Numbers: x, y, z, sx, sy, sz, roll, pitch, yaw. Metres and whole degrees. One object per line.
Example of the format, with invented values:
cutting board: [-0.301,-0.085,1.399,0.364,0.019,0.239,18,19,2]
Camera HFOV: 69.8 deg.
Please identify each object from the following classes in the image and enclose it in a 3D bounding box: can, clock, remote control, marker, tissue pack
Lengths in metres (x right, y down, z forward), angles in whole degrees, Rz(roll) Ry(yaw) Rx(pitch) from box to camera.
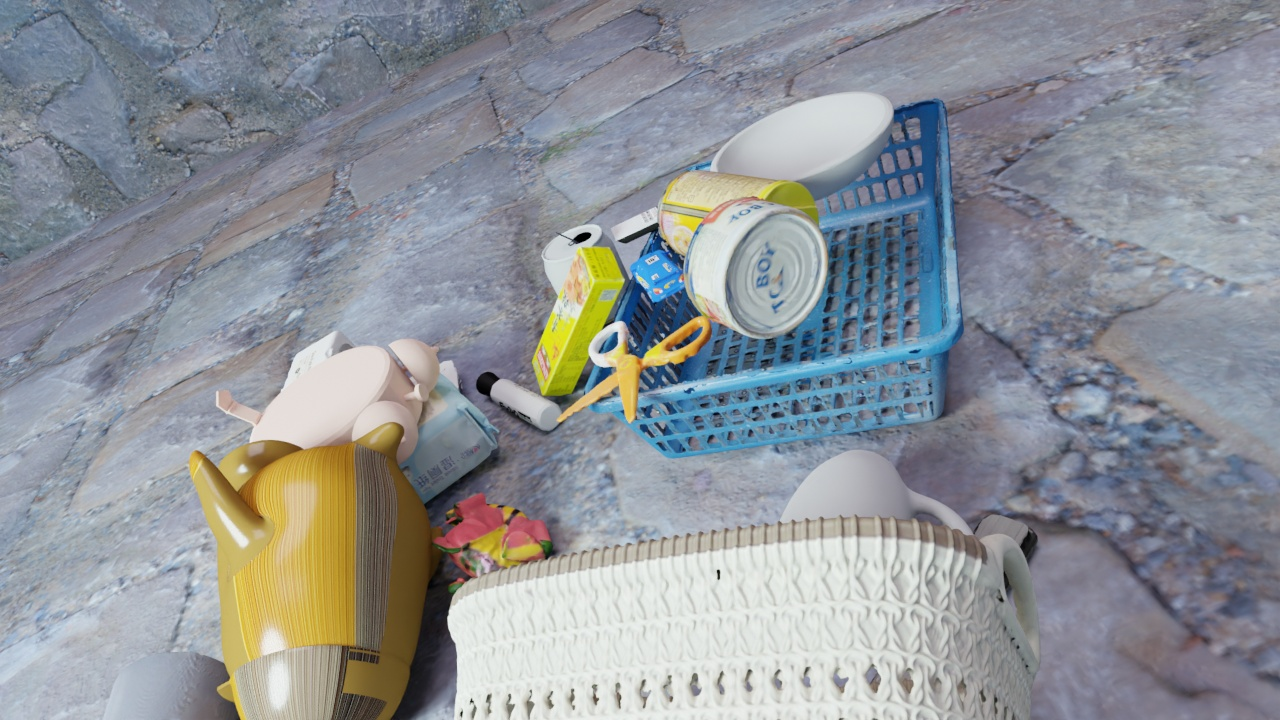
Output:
can: [0.075,-0.059,0.586,0.086,0.086,0.043,-35,32,-15]
clock: [-0.245,0.040,0.731,0.161,0.086,0.130,-13,36,13]
remote control: [0.033,-0.133,0.802,0.124,0.012,0.028,-25,30,3]
can: [-0.040,-0.063,0.814,0.064,0.127,0.064,-19,31,12]
marker: [-0.113,0.034,0.823,0.025,0.025,0.126,-40,33,-21]
can: [0.070,-0.100,0.664,0.067,0.068,0.105,-41,37,-23]
tissue pack: [-0.216,0.088,0.779,0.181,0.070,0.112,-36,32,-12]
remote control: [0.162,0.133,0.477,0.033,0.013,0.136,13,51,47]

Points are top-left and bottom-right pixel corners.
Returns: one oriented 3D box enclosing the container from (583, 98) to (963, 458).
container: [0.126,-0.067,0.733,0.258,0.089,0.361,-11,34,24]

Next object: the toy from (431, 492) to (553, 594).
toy: [-0.106,0.128,0.650,0.084,0.046,0.103,0,19,-13]

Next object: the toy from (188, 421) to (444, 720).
toy: [-0.212,0.159,0.605,0.163,0.198,0.203,-34,48,24]

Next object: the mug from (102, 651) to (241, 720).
mug: [-0.316,0.266,0.585,0.124,0.084,0.104,-45,29,15]

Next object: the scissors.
scissors: [-0.010,0.003,0.630,0.125,0.011,0.128,-35,31,-15]

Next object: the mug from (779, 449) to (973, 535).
mug: [0.133,0.094,0.509,0.107,0.071,0.089,4,32,26]

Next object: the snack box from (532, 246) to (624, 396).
snack box: [-0.055,-0.030,0.769,0.028,0.148,0.040,-3,52,-28]

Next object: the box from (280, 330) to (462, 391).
box: [-0.244,0.027,0.874,0.137,0.126,0.108,-30,31,11]

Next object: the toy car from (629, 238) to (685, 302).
toy car: [0.007,-0.080,0.690,0.033,0.062,0.092,-28,31,-4]

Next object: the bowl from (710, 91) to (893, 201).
bowl: [0.133,-0.161,0.738,0.150,0.043,0.149,-20,31,12]

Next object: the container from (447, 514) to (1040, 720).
container: [0.039,0.159,0.374,0.247,0.184,0.142,-15,49,25]
